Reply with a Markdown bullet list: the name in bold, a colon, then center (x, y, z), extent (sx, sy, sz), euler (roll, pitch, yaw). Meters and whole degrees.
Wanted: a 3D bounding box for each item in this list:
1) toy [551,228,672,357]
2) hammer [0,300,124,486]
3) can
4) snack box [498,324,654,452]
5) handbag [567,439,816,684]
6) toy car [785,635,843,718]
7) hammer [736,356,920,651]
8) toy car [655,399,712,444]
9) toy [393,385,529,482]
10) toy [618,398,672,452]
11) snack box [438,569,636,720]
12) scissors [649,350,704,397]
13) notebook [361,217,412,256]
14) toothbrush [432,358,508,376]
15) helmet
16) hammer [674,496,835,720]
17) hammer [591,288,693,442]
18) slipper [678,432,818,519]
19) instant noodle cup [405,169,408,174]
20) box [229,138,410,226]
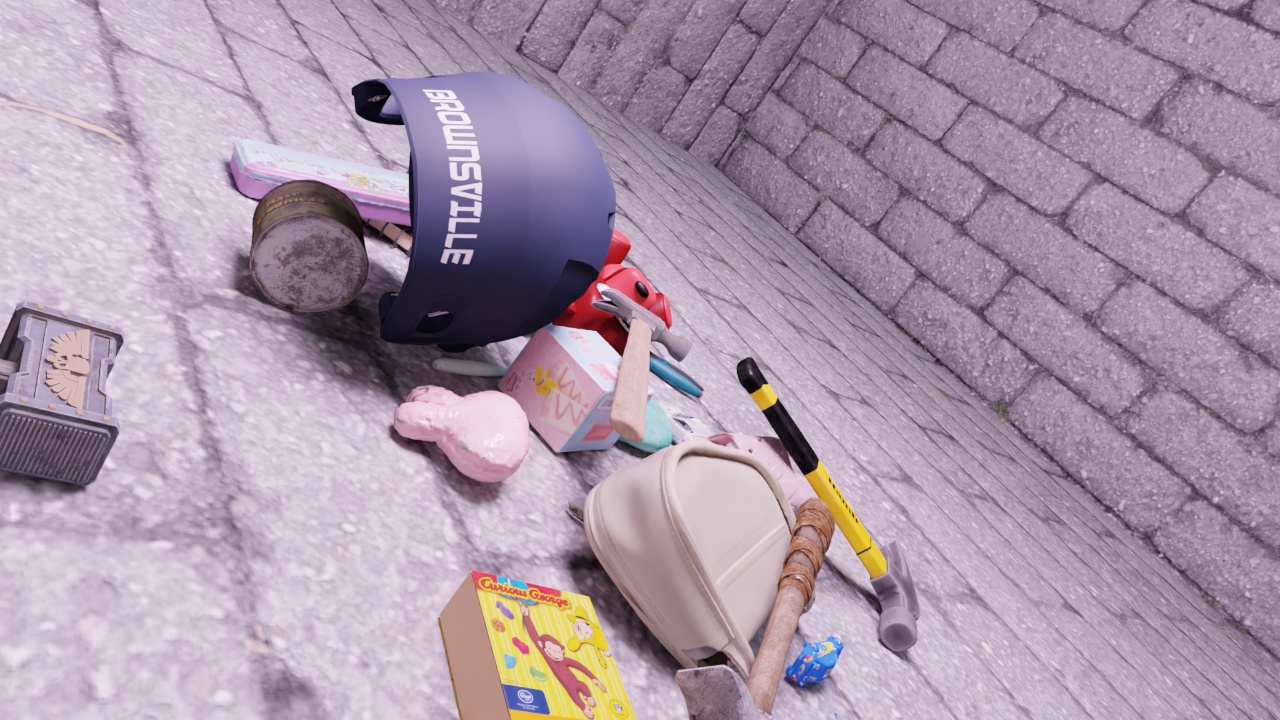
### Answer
- **toy**: center (-0.040, -0.063, 1.068), extent (0.158, 0.121, 0.196), euler (58, 19, -13)
- **hammer**: center (-0.409, -0.023, 0.405), extent (0.321, 0.044, 0.098), euler (22, 23, -38)
- **can**: center (-0.273, -0.094, 0.757), extent (0.089, 0.090, 0.074), euler (24, 22, -32)
- **snack box**: center (-0.060, 0.027, 0.859), extent (0.095, 0.080, 0.092), euler (46, 19, 23)
- **handbag**: center (0.044, 0.162, 0.743), extent (0.228, 0.132, 0.184), euler (-13, 77, -63)
- **toy car**: center (0.154, 0.258, 0.739), extent (0.062, 0.033, 0.091), euler (40, 17, 35)
- **hammer**: center (0.195, 0.134, 0.959), extent (0.324, 0.034, 0.169), euler (56, 20, -5)
- **toy car**: center (0.050, 0.077, 1.012), extent (0.105, 0.033, 0.048), euler (43, 21, 23)
- **toy**: center (-0.137, 0.051, 0.714), extent (0.105, 0.053, 0.108), euler (22, 20, -8)
- **toy**: center (-0.004, 0.061, 0.950), extent (0.085, 0.033, 0.105), euler (35, 22, -6)
- **snack box**: center (-0.057, 0.188, 0.526), extent (0.088, 0.040, 0.125), euler (23, 22, -34)
- **scissors**: center (0.018, 0.001, 1.169), extent (0.137, 0.019, 0.136), euler (12, 27, -49)
- **notebook**: center (-0.199, -0.117, 1.056), extent (0.225, 0.024, 0.167), euler (35, 17, -3)
- **toothbrush**: center (-0.139, 0.008, 0.867), extent (0.022, 0.015, 0.154), euler (6, 0, 32)
- **helmet**: center (-0.140, -0.125, 0.804), extent (0.222, 0.273, 0.232), euler (-4, 82, -37)
- **hammer**: center (0.102, 0.184, 0.655), extent (0.121, 0.049, 0.317), euler (69, 25, -12)
- **hammer**: center (-0.005, 0.005, 0.859), extent (0.119, 0.031, 0.330), euler (36, 18, -9)
- **slipper**: center (0.137, 0.128, 0.964), extent (0.239, 0.065, 0.094), euler (24, 37, -42)
- **instant noodle cup**: center (-0.224, -0.245, 1.199), extent (0.121, 0.124, 0.123), euler (40, 16, -18)
- **box**: center (-0.306, -0.181, 0.946), extent (0.213, 0.033, 0.076), euler (6, 34, -38)
